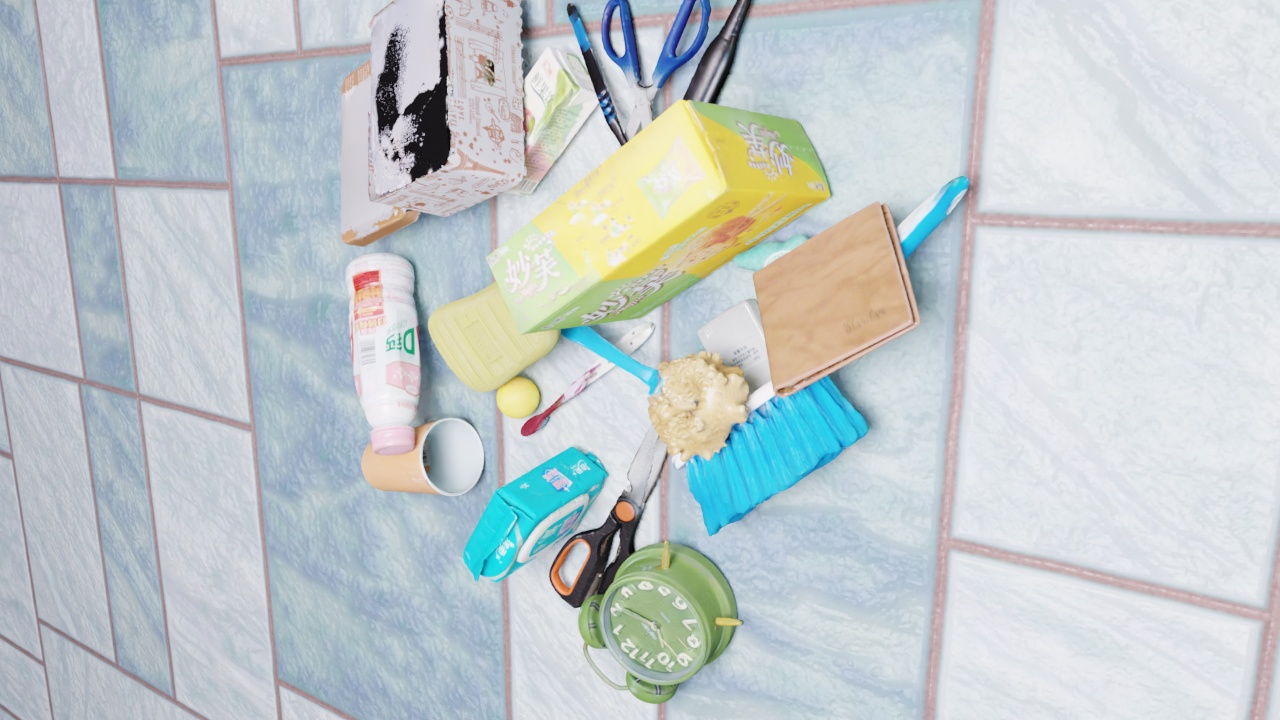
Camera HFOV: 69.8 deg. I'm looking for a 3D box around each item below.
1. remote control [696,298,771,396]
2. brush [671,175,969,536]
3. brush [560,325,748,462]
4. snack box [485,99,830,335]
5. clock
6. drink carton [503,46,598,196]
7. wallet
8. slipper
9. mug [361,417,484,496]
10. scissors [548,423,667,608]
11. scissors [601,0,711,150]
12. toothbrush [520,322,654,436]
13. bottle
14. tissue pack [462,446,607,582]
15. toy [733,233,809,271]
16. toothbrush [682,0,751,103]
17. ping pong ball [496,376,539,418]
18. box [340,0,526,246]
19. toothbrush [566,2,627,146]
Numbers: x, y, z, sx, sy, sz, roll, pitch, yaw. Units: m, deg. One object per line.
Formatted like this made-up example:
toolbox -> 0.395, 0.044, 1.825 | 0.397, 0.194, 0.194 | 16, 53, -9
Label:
remote control -> 0.098, 0.021, 0.730 | 0.056, 0.019, 0.135 | -33, 81, 35
brush -> 0.133, 0.010, 0.661 | 0.315, 0.060, 0.109 | -40, 74, 31
brush -> -0.004, 0.004, 0.743 | 0.255, 0.045, 0.083 | 32, 102, 49
snack box -> 0.013, -0.099, 0.678 | 0.211, 0.157, 0.070 | -32, 78, 36
clock -> 0.010, 0.234, 0.805 | 0.116, 0.056, 0.162 | 46, 118, 9
drink carton -> -0.088, -0.203, 0.793 | 0.123, 0.045, 0.053 | -46, 61, 31
wallet -> 0.129, -0.042, 0.624 | 0.116, 0.020, 0.101 | -33, 50, 36
slipper -> -0.120, -0.031, 0.837 | 0.191, 0.081, 0.091 | -20, 101, 52
mug -> -0.230, 0.102, 0.948 | 0.123, 0.078, 0.078 | -9, 95, 41
scissors -> -0.003, 0.153, 0.835 | 0.148, 0.021, 0.235 | 50, 118, 7
scissors -> 0.005, -0.221, 0.728 | 0.175, 0.012, 0.162 | -44, 64, 38
toothbrush -> -0.050, 0.020, 0.838 | 0.188, 0.017, 0.016 | -40, 74, 32
bottle -> -0.250, -0.006, 0.905 | 0.068, 0.068, 0.196 | -23, 68, 36
tissue pack -> -0.095, 0.138, 0.822 | 0.050, 0.133, 0.093 | 42, 124, 16
toy -> 0.125, -0.051, 0.691 | 0.097, 0.030, 0.092 | -14, 100, 30
toothbrush -> 0.058, -0.225, 0.701 | 0.027, 0.026, 0.213 | 25, 116, -4
ping pong ball -> -0.116, 0.035, 0.870 | 0.040, 0.040, 0.040 | 8, 105, 33
box -> -0.212, -0.215, 0.832 | 0.260, 0.082, 0.176 | -10, 79, 46
toothbrush -> -0.030, -0.214, 0.746 | 0.014, 0.016, 0.189 | -31, 72, 37
